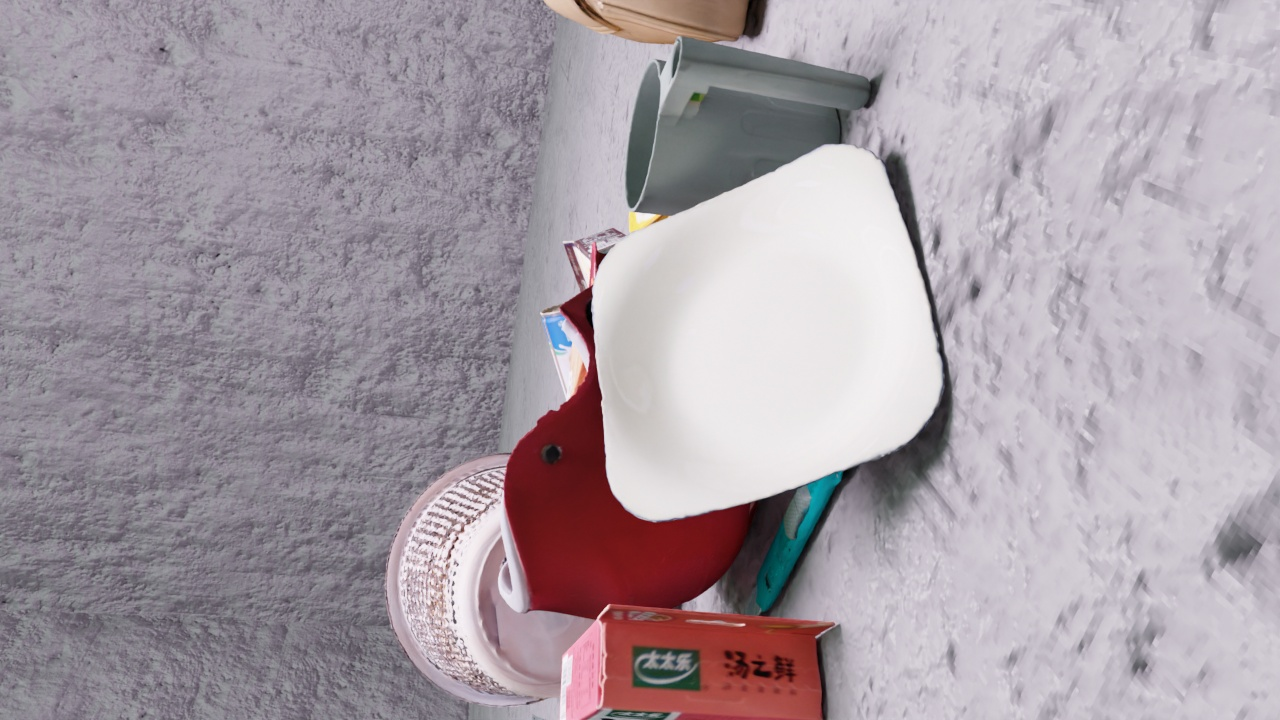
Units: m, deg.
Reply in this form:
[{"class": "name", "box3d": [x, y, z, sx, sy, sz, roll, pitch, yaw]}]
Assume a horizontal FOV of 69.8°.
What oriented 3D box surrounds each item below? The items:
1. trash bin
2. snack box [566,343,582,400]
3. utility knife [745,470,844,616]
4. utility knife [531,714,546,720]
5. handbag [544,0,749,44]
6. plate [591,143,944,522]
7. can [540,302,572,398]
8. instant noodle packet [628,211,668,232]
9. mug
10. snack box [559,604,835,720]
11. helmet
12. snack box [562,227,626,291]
[{"class": "trash bin", "box3d": [-0.087, 0.184, 0.754, 0.192, 0.227, 0.227, 155, 121, -69]}, {"class": "snack box", "box3d": [-0.004, 0.004, 0.726, 0.077, 0.094, 0.092, -178, 95, -78]}, {"class": "utility knife", "box3d": [0.080, 0.091, 0.483, 0.029, 0.013, 0.179, -96, 17, -50]}, {"class": "utility knife", "box3d": [-0.045, 0.299, 0.720, 0.208, 0.018, 0.034, 59, -158, -57]}, {"class": "handbag", "box3d": [0.004, -0.299, 0.710, 0.204, 0.147, 0.100, -124, 39, -65]}, {"class": "plate", "box3d": [0.055, -0.010, 0.433, 0.034, 0.165, 0.163, 37, -140, -50]}, {"class": "can", "box3d": [-0.042, 0.014, 0.795, 0.053, 0.053, 0.134, -140, 33, -76]}, {"class": "instant noodle packet", "box3d": [0.031, -0.150, 0.709, 0.129, 0.044, 0.110, -31, 46, 55]}, {"class": "mug", "box3d": [0.054, -0.124, 0.500, 0.124, 0.103, 0.083, 131, 144, -68]}, {"class": "snack box", "box3d": [0.024, 0.164, 0.467, 0.127, 0.113, 0.044, 117, 158, -60]}, {"class": "helmet", "box3d": [0.004, 0.048, 0.565, 0.207, 0.144, 0.239, 103, -179, -55]}, {"class": "snack box", "box3d": [-0.023, -0.059, 0.846, 0.125, 0.053, 0.113, -125, 15, -72]}]
